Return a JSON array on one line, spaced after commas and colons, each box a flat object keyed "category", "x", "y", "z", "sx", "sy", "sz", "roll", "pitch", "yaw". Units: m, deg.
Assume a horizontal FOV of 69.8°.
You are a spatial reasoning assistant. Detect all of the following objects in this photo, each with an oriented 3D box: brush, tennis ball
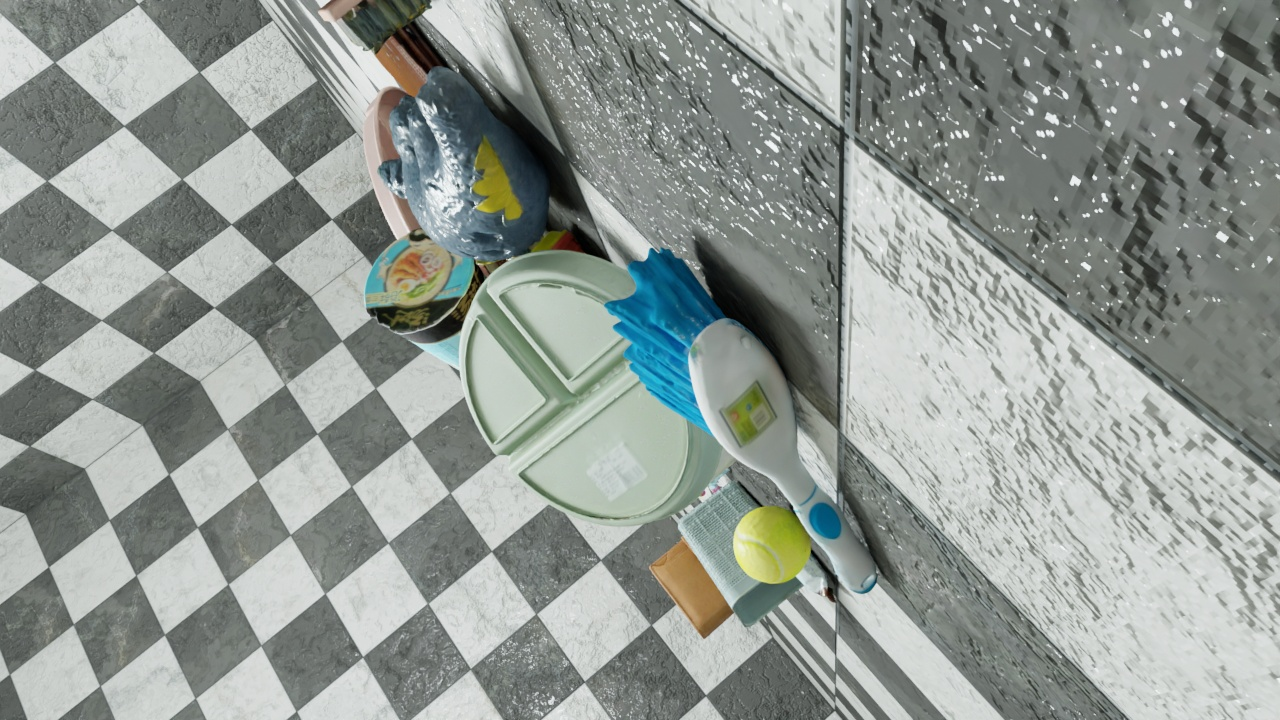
[{"category": "brush", "x": 0.078, "y": 0.057, "z": 0.558, "sx": 0.109, "sy": 0.060, "sz": 0.314, "roll": 41, "pitch": 171, "yaw": 37}, {"category": "brush", "x": -0.190, "y": -0.251, "z": 0.614, "sx": 0.073, "sy": 0.063, "sz": 0.145, "roll": 50, "pitch": 176, "yaw": -29}, {"category": "tennis ball", "x": 0.111, "y": 0.156, "z": 0.777, "sx": 0.065, "sy": 0.065, "sz": 0.065, "roll": 50, "pitch": 173, "yaw": 8}]

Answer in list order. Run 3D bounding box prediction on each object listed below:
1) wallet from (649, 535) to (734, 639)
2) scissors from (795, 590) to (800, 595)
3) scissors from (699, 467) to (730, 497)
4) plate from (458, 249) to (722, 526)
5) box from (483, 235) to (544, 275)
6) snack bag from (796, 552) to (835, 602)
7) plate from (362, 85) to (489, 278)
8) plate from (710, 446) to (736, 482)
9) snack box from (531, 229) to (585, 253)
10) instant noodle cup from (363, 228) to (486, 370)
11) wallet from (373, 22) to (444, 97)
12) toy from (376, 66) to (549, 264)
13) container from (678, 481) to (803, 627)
[{"category": "wallet", "x": 0.089, "y": 0.228, "z": 1.026, "sx": 0.108, "sy": 0.131, "sz": 0.031, "roll": 48, "pitch": 175, "yaw": 36}, {"category": "scissors", "x": 0.156, "y": 0.233, "z": 1.114, "sx": 0.176, "sy": 0.012, "sz": 0.162, "roll": 52, "pitch": 173, "yaw": -15}, {"category": "scissors", "x": 0.082, "y": 0.135, "z": 0.991, "sx": 0.093, "sy": 0.017, "sz": 0.138, "roll": 13, "pitch": 156, "yaw": -11}, {"category": "plate", "x": -0.046, "y": 0.029, "z": 0.684, "sx": 0.230, "sy": 0.027, "sz": 0.231, "roll": 16, "pitch": 123, "yaw": 26}, {"category": "box", "x": -0.120, "y": -0.116, "z": 0.863, "sx": 0.168, "sy": 0.076, "sz": 0.091, "roll": 57, "pitch": 174, "yaw": -2}, {"category": "snack bag", "x": 0.146, "y": 0.183, "z": 0.861, "sx": 0.104, "sy": 0.026, "sz": 0.048, "roll": 51, "pitch": -175, "yaw": 3}, {"category": "plate", "x": -0.221, "y": -0.171, "z": 0.957, "sx": 0.229, "sy": 0.028, "sz": 0.229, "roll": -18, "pitch": -91, "yaw": -79}, {"category": "plate", "x": -0.015, "y": 0.049, "z": 0.781, "sx": 0.205, "sy": 0.045, "sz": 0.205, "roll": 26, "pitch": 162, "yaw": 9}, {"category": "snack box", "x": -0.064, "y": -0.055, "z": 0.766, "sx": 0.080, "sy": 0.082, "sz": 0.091, "roll": 41, "pitch": 172, "yaw": -3}, {"category": "instant noodle cup", "x": -0.177, "y": -0.049, "z": 0.861, "sx": 0.111, "sy": 0.111, "sz": 0.120, "roll": 47, "pitch": 178, "yaw": 33}, {"category": "wallet", "x": -0.181, "y": -0.236, "z": 0.764, "sx": 0.124, "sy": 0.032, "sz": 0.101, "roll": 50, "pitch": 170, "yaw": -3}, {"category": "toy", "x": -0.134, "y": -0.134, "z": 0.682, "sx": 0.138, "sy": 0.091, "sz": 0.357, "roll": 42, "pitch": 170, "yaw": -20}, {"category": "container", "x": 0.104, "y": 0.197, "z": 0.948, "sx": 0.111, "sy": 0.090, "sz": 0.090, "roll": 49, "pitch": 173, "yaw": 34}]
